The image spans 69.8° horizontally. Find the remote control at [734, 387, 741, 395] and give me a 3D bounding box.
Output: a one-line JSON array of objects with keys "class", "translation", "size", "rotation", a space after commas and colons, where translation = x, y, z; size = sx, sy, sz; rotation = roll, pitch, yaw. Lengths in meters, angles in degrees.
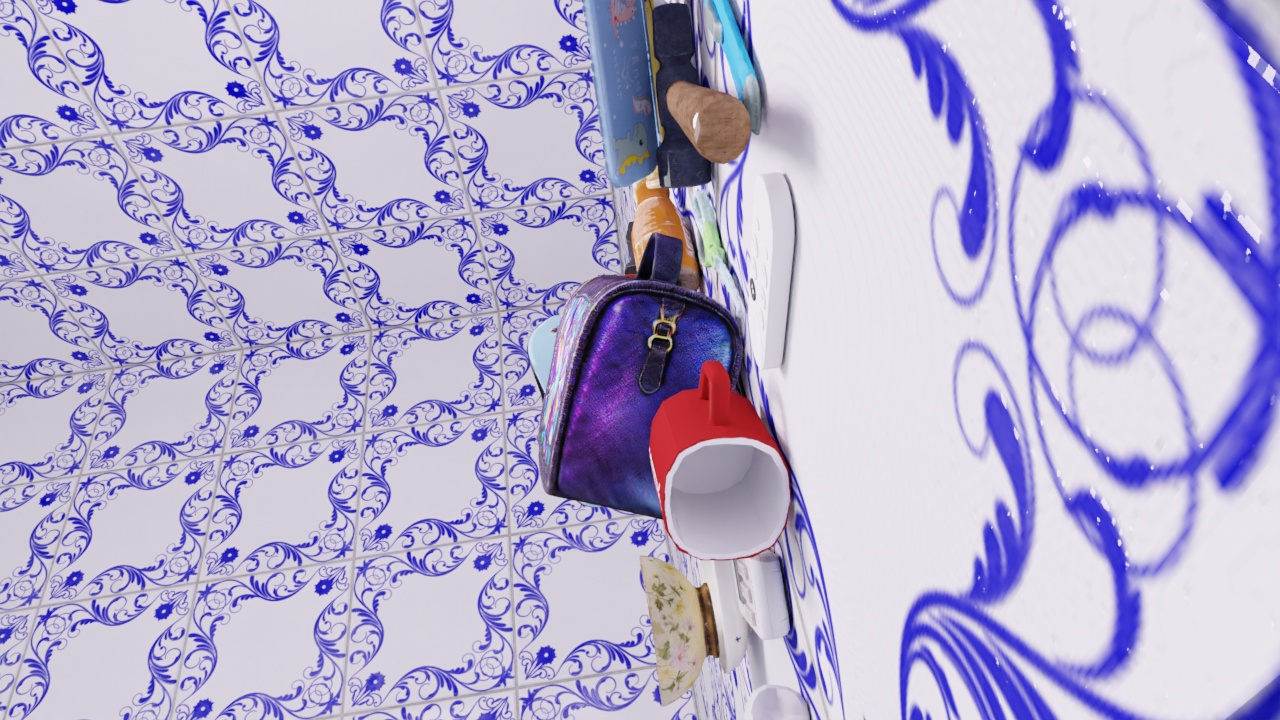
[{"class": "remote control", "translation": [0.073, 0.035, 0.734], "size": [0.131, 0.012, 0.033], "rotation": [-106, 10, -77]}]

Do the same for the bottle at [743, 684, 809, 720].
[{"class": "bottle", "translation": [0.096, 0.278, 0.663], "size": [0.136, 0.044, 0.044], "rotation": [84, 177, -50]}]

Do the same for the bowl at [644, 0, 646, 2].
[{"class": "bowl", "translation": [0.011, -0.332, 0.682], "size": [0.119, 0.032, 0.119], "rotation": [167, 94, -88]}]

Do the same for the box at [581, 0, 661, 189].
[{"class": "box", "translation": [-0.010, -0.241, 0.678], "size": [0.126, 0.039, 0.209], "rotation": [-69, -26, -61]}]

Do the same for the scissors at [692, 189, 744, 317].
[{"class": "scissors", "translation": [0.060, -0.076, 0.695], "size": [0.173, 0.033, 0.065], "rotation": [-95, 2, -59]}]

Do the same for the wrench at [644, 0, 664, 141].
[{"class": "wrench", "translation": [0.000, -0.292, 0.763], "size": [0.083, 0.018, 0.273], "rotation": [-37, -68, -57]}]

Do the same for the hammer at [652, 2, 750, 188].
[{"class": "hammer", "translation": [0.031, -0.151, 0.546], "size": [0.321, 0.040, 0.129], "rotation": [-95, -2, -71]}]

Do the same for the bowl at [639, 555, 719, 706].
[{"class": "bowl", "translation": [0.040, 0.255, 0.888], "size": [0.145, 0.063, 0.145], "rotation": [167, 93, -88]}]

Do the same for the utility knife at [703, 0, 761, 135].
[{"class": "utility knife", "translation": [0.045, -0.200, 0.529], "size": [0.031, 0.015, 0.197], "rotation": [88, 175, -50]}]

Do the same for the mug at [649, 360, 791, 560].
[{"class": "mug", "translation": [0.049, 0.056, 0.598], "size": [0.096, 0.080, 0.116], "rotation": [-105, 13, -74]}]

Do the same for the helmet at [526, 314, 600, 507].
[{"class": "helmet", "translation": [-0.014, 0.043, 1.027], "size": [0.265, 0.167, 0.225], "rotation": [-39, -65, -82]}]

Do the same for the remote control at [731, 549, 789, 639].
[{"class": "remote control", "translation": [0.088, 0.170, 0.696], "size": [0.138, 0.025, 0.060], "rotation": [99, 162, -84]}]

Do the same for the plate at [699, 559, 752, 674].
[{"class": "plate", "translation": [0.083, 0.214, 0.909], "size": [0.182, 0.034, 0.182], "rotation": [167, 94, -88]}]

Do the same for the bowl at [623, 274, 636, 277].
[{"class": "bowl", "translation": [0.002, -0.026, 0.911], "size": [0.035, 0.122, 0.121], "rotation": [122, 144, -54]}]

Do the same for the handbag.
[{"class": "handbag", "translation": [-0.005, 0.004, 0.763], "size": [0.205, 0.125, 0.222], "rotation": [-141, 65, -79]}]

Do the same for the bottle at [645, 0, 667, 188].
[{"class": "bottle", "translation": [0.012, -0.240, 0.840], "size": [0.072, 0.046, 0.161], "rotation": [-107, 8, -78]}]

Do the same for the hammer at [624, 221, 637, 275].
[{"class": "hammer", "translation": [0.023, -0.054, 1.252], "size": [0.132, 0.040, 0.306], "rotation": [-82, -15, -44]}]

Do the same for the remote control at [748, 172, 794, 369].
[{"class": "remote control", "translation": [0.069, -0.044, 0.496], "size": [0.137, 0.013, 0.043], "rotation": [84, 177, -53]}]

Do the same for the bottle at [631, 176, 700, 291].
[{"class": "bottle", "translation": [0.019, -0.132, 0.922], "size": [0.059, 0.059, 0.167], "rotation": [84, 177, -53]}]
